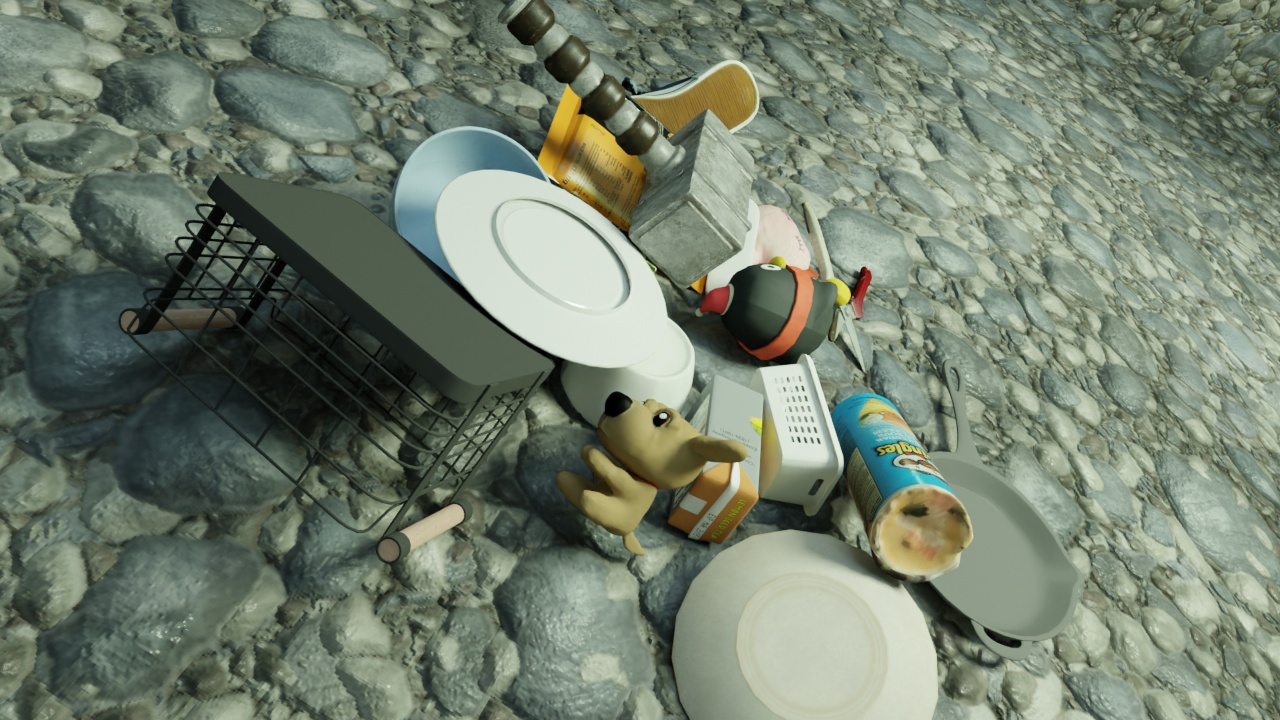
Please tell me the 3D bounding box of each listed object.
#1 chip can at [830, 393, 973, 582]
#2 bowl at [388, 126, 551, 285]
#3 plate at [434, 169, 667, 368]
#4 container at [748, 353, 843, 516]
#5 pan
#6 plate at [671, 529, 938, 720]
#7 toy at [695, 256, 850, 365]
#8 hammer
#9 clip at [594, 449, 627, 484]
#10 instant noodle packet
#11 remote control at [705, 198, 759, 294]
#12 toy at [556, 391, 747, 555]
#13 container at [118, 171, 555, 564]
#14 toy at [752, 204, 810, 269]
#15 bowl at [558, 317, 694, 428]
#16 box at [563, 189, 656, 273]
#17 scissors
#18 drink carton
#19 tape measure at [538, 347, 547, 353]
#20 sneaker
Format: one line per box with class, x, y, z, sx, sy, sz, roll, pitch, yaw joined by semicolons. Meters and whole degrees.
chip can;0.206;0.097;0.760;0.080;0.080;0.229;28;16;-5
bowl;-0.152;-0.117;0.792;0.150;0.075;0.150;4;83;-34
plate;-0.062;-0.080;0.723;0.208;0.015;0.208;25;38;-22
container;0.127;0.063;0.802;0.049;0.081;0.129;3;48;-13
pan;0.317;0.127;0.888;0.216;0.024;0.353;21;44;-11
plate;0.117;0.204;0.644;0.188;0.027;0.188;1;59;-2
toy;0.126;-0.051;0.888;0.119;0.098;0.099;21;87;-28
hammer;-0.026;-0.227;0.814;0.326;0.080;0.176;43;34;-23
clip;-0.020;0.090;0.717;0.024;0.041;0.060;14;40;-17
instant noodle packet;0.001;-0.188;0.931;0.220;0.032;0.159;34;54;-29
remote control;0.097;-0.114;0.960;0.043;0.013;0.136;10;65;4
toy;0.000;0.076;0.673;0.108;0.134;0.106;-48;114;-9
container;-0.193;-0.003;0.608;0.241;0.130;0.162;39;12;8
toy;0.130;-0.125;1.002;0.105;0.053;0.108;-12;58;-19
bowl;-0.005;0.005;0.786;0.116;0.066;0.116;16;45;-17
box;-0.076;-0.127;0.876;0.188;0.064;0.130;37;0;4
scissors;0.215;-0.089;1.005;0.179;0.015;0.198;59;34;-10
drink carton;0.063;0.079;0.752;0.048;0.076;0.124;24;39;-9
tape measure;-0.090;-0.032;0.774;0.067;0.063;0.038;-26;66;-42
sneaker;-0.003;-0.260;1.038;0.293;0.127;0.121;-34;109;-34
